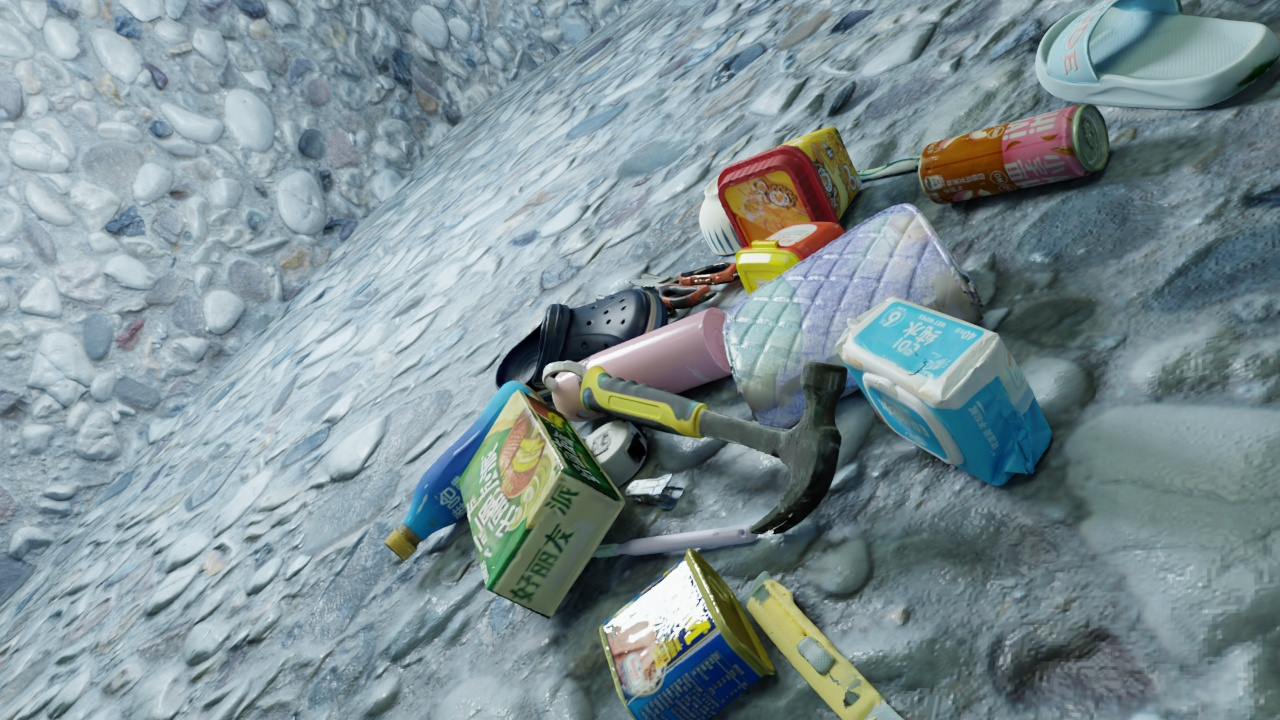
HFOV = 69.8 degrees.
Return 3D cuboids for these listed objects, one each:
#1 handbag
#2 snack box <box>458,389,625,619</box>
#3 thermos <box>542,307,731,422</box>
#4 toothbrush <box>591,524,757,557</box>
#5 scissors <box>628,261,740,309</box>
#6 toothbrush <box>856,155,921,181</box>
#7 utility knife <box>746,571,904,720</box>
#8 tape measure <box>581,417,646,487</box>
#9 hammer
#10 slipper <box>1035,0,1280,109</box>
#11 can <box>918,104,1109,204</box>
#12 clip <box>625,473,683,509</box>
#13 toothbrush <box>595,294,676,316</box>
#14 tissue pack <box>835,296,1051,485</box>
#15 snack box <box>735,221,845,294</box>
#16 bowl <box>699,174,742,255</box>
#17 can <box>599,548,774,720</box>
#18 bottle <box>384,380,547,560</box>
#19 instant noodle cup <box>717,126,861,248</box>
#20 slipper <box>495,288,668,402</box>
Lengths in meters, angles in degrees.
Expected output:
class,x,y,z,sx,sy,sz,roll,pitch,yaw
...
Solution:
class,x,y,z,sx,sy,sz,roll,pitch,yaw
handbag,0.165,-0.033,0.740,0.194,0.075,0.134,-32,31,19
snack box,-0.095,0.115,0.807,0.114,0.063,0.240,-58,21,4
thermos,-0.005,0.005,0.893,0.199,0.087,0.067,-19,50,34
toothbrush,0.011,0.145,0.718,0.190,0.021,0.029,-16,72,38
scissors,0.048,-0.093,1.056,0.198,0.015,0.204,-18,19,22
toothbrush,0.238,-0.202,0.986,0.192,0.018,0.016,-3,42,52
utility knife,0.110,0.179,0.538,0.031,0.021,0.198,-47,30,-2
tape measure,-0.027,0.087,0.849,0.066,0.033,0.066,-34,25,15
hammer,0.038,0.049,0.736,0.324,0.031,0.126,11,94,58
slipper,0.425,-0.274,0.787,0.104,0.074,0.245,-38,26,4
can,0.316,-0.174,0.788,0.148,0.058,0.057,-4,42,51
clip,0.010,0.112,0.778,0.058,0.041,0.026,-8,40,49
toothbrush,-0.010,-0.070,1.103,0.012,0.017,0.186,-34,23,-20
tissue pack,0.192,0.019,0.597,0.063,0.090,0.140,-41,26,-5
snack box,0.147,-0.088,0.852,0.080,0.082,0.091,-38,24,-22
bowl,0.115,-0.184,1.067,0.117,0.066,0.116,-31,26,17
can,0.026,0.183,0.589,0.083,0.057,0.102,-40,25,4
bottle,-0.186,0.117,0.973,0.218,0.065,0.065,-49,27,-21
instant noodle cup,0.162,-0.178,0.954,0.116,0.116,0.123,-10,26,46
slipper,-0.079,-0.024,1.017,0.254,0.095,0.105,-22,49,38
